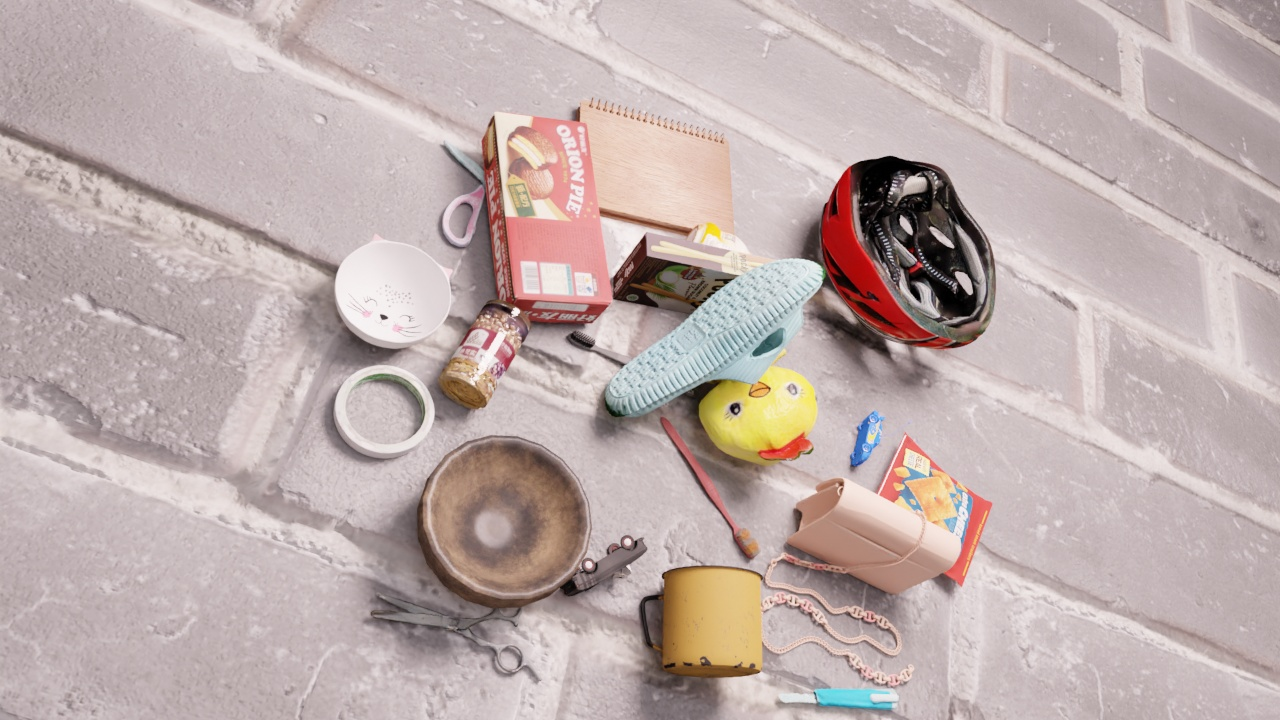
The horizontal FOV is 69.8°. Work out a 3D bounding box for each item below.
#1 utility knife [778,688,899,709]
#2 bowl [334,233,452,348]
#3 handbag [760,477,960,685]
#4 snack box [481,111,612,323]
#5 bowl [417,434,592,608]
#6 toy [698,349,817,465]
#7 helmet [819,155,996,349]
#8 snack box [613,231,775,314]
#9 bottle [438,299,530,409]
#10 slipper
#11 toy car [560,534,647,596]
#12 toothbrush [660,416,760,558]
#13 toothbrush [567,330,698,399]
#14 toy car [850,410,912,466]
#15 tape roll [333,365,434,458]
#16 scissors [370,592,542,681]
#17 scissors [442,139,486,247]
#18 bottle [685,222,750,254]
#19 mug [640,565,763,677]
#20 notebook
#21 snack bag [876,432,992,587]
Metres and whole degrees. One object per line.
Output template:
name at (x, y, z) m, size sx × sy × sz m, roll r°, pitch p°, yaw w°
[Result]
utility knife at (0.210, 0.354, 0.967) m, size 0.148 × 0.015 × 0.022 m, roll 11°, pitch 53°, yaw -21°
bowl at (-0.254, -0.059, 0.934) m, size 0.114 × 0.051 × 0.114 m, roll 10°, pitch 62°, yaw -20°
handbag at (0.250, 0.240, 0.980) m, size 0.198 × 0.117 × 0.186 m, roll 27°, pitch 57°, yaw -11°
snack box at (-0.107, -0.161, 1.030) m, size 0.113 × 0.060 × 0.236 m, roll 0°, pitch 69°, yaw -25°
bowl at (-0.132, 0.157, 0.866) m, size 0.162 × 0.070 × 0.162 m, roll 12°, pitch 57°, yaw -19°
toy at (0.123, 0.037, 1.042) m, size 0.133 × 0.092 × 0.207 m, roll -14°, pitch 62°, yaw -12°
helmet at (0.337, -0.130, 1.173) m, size 0.217 × 0.167 × 0.272 m, roll -16°, pitch 73°, yaw -30°
snack box at (0.073, -0.092, 1.071) m, size 0.185 × 0.101 × 0.031 m, roll 9°, pitch 62°, yaw -21°
bottle at (-0.160, -0.007, 0.948) m, size 0.056 × 0.056 × 0.105 m, roll 31°, pitch 57°, yaw -8°
slipper at (0.084, -0.015, 0.995) m, size 0.276 × 0.116 × 0.069 m, roll -35°, pitch 121°, yaw 2°
toy car at (-0.035, 0.206, 0.910) m, size 0.092 × 0.040 × 0.037 m, roll -24°, pitch 78°, yaw -34°
toothbrush at (0.075, 0.137, 1.013) m, size 0.015 × 0.016 × 0.184 m, roll -29°, pitch 79°, yaw -26°
toothbrush at (-0.006, 0.006, 1.042) m, size 0.167 × 0.013 × 0.012 m, roll 26°, pitch 57°, yaw -14°
toy car at (0.297, 0.098, 1.120) m, size 0.062 × 0.033 × 0.091 m, roll 25°, pitch 57°, yaw -4°
tape roll at (-0.251, 0.050, 0.901) m, size 0.093 × 0.018 × 0.093 m, roll 10°, pitch 62°, yaw -20°
scissors at (-0.165, 0.254, 0.843) m, size 0.159 × 0.014 × 0.120 m, roll -7°, pitch 69°, yaw -30°
scissors at (-0.174, -0.188, 1.057) m, size 0.170 × 0.013 × 0.174 m, roll 42°, pitch 57°, yaw -3°
bottle at (0.106, -0.122, 1.127) m, size 0.109 × 0.063 × 0.063 m, roll 28°, pitch 57°, yaw -14°
mug at (0.059, 0.260, 0.902) m, size 0.124 × 0.100 × 0.094 m, roll -6°, pitch 64°, yaw 17°
notebook at (0.019, -0.244, 1.171) m, size 0.210 × 0.022 × 0.168 m, roll 10°, pitch 63°, yaw -20°
snack bag at (0.350, 0.177, 1.105) m, size 0.144 × 0.039 × 0.130 m, roll 39°, pitch 55°, yaw -4°
